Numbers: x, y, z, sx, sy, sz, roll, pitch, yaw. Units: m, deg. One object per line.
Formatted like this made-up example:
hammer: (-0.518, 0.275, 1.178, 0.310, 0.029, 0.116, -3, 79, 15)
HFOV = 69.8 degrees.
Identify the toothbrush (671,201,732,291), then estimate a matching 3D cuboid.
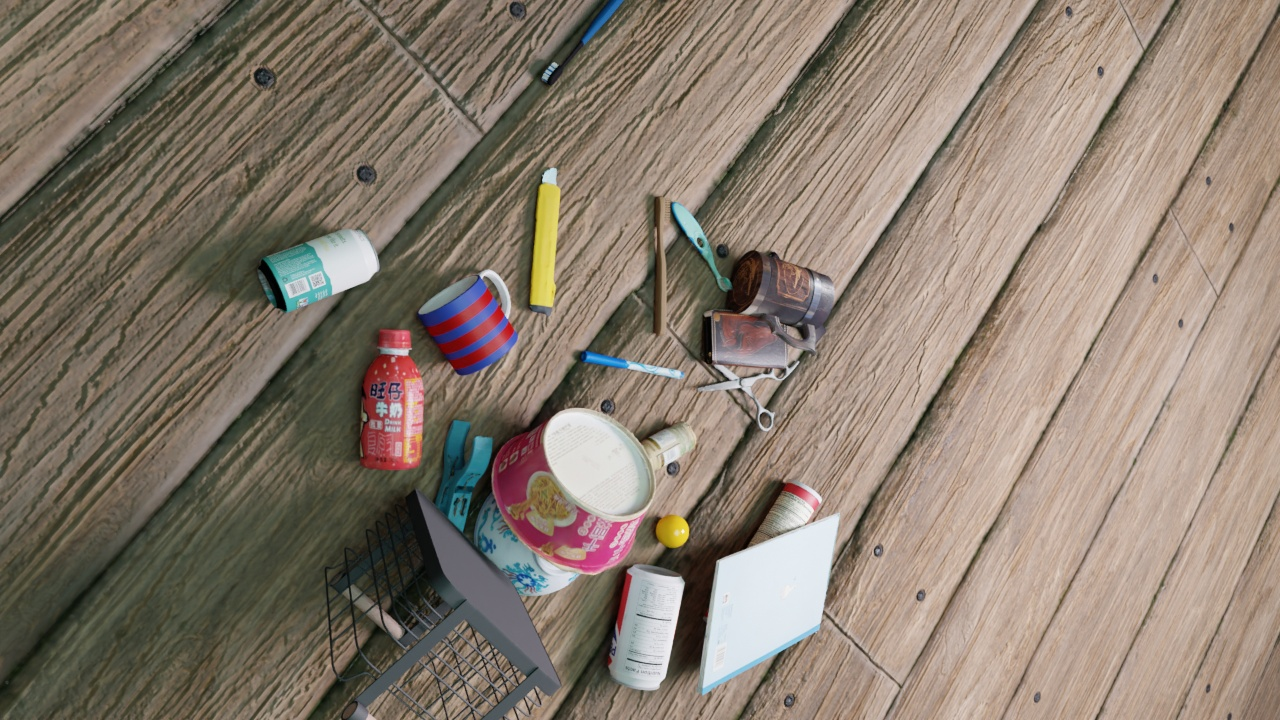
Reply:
toothbrush: (0.077, -0.138, 1.127, 0.022, 0.017, 0.135, -44, 115, -21)

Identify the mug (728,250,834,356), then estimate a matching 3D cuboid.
mug: (0.175, -0.069, 1.139, 0.107, 0.080, 0.115, 14, 64, -23)

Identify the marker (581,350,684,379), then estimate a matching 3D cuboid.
marker: (-0.006, 0.006, 1.090, 0.141, 0.013, 0.013, 11, 88, -32)

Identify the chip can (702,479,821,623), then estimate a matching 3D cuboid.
chip can: (0.159, 0.257, 1.190, 0.052, 0.052, 0.214, 44, 72, -27)

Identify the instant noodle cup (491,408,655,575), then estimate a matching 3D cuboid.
instant noodle cup: (-0.060, 0.126, 0.970, 0.178, 0.078, 0.178, 25, 37, -21)

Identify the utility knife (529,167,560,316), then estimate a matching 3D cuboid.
utility knife: (-0.104, -0.132, 1.017, 0.030, 0.017, 0.165, 5, 92, -37)

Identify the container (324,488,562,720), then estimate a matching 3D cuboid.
container: (-0.194, 0.247, 0.845, 0.130, 0.241, 0.163, -41, 114, -6)

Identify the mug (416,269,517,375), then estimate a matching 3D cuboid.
mug: (-0.170, -0.046, 0.958, 0.076, 0.075, 0.111, 60, 38, -21)

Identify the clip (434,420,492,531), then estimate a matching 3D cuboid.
clip: (-0.178, 0.124, 0.944, 0.031, 0.121, 0.130, 13, 74, -40)

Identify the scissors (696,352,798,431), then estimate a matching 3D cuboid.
scissors: (0.141, 0.022, 1.182, 0.161, 0.014, 0.141, -43, 108, -28)

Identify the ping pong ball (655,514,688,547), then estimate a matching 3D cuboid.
ping pong ball: (0.039, 0.208, 1.118, 0.040, 0.040, 0.040, -3, 95, -32)

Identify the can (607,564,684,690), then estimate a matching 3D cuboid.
can: (0.006, 0.314, 1.088, 0.070, 0.070, 0.132, 14, 86, -32)

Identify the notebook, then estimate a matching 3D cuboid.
notebook: (0.168, 0.304, 1.170, 0.252, 0.009, 0.181, -8, 111, -44)

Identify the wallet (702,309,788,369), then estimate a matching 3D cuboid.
wallet: (0.135, -0.027, 1.167, 0.122, 0.019, 0.072, 2, 82, -32)

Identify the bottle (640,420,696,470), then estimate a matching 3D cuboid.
bottle: (0.015, 0.110, 1.095, 0.110, 0.043, 0.043, -27, 107, -28)

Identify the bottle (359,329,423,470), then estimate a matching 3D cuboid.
bottle: (-0.247, 0.038, 0.915, 0.061, 0.062, 0.137, 1, 92, -32)

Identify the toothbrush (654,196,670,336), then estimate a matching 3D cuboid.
toothbrush: (0.026, -0.113, 1.099, 0.016, 0.016, 0.167, -1, 94, -31)

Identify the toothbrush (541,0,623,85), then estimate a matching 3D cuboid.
toothbrush: (-0.057, -0.368, 1.027, 0.014, 0.014, 0.167, 33, 71, 5)

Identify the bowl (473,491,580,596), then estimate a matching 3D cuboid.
bowl: (-0.102, 0.196, 1.009, 0.143, 0.074, 0.144, -3, 95, -32)

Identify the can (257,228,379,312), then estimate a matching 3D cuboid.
can: (-0.306, -0.087, 0.872, 0.101, 0.055, 0.055, -27, 107, -27)

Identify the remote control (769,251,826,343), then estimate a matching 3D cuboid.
remote control: (0.203, -0.082, 1.211, 0.032, 0.015, 0.136, -45, 115, -21)
